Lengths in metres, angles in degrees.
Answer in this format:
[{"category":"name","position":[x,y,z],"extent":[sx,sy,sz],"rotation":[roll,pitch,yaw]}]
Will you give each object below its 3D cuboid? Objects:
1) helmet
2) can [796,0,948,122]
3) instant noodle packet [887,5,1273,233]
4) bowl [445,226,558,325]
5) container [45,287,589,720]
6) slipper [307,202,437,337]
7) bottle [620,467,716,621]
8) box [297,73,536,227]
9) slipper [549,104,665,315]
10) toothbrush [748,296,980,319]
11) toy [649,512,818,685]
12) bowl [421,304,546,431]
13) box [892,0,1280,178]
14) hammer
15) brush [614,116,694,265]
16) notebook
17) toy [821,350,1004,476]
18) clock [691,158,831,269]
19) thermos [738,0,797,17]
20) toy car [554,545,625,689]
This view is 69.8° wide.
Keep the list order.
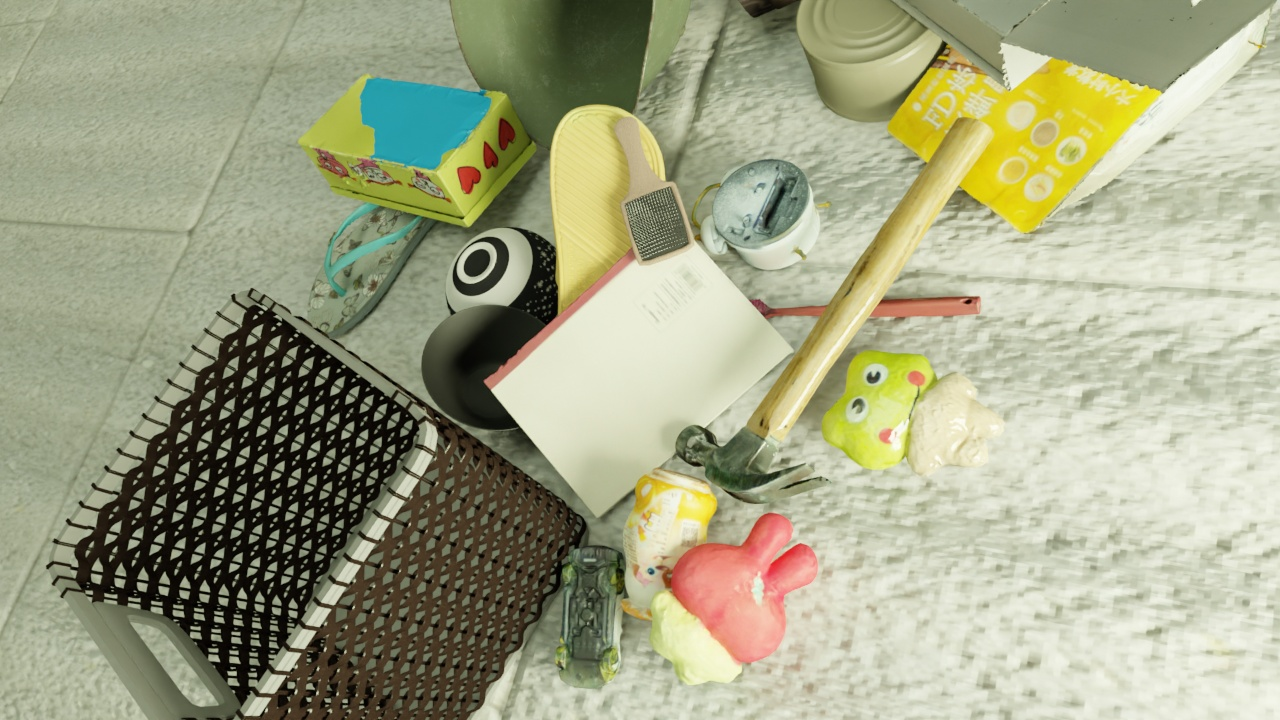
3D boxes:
[{"category":"helmet","position":[-0.042,-0.343,0.853],"extent":[0.227,0.269,0.153],"rotation":[39,57,9]},{"category":"can","position":[0.201,-0.276,0.775],"extent":[0.128,0.073,0.127],"rotation":[-11,63,22]},{"category":"instant noodle packet","position":[0.318,-0.215,0.693],"extent":[0.222,0.084,0.163],"rotation":[-44,55,9]},{"category":"bowl","position":[-0.135,-0.076,0.859],"extent":[0.120,0.066,0.120],"rotation":[-11,63,22]},{"category":"container","position":[-0.222,0.137,0.696],"extent":[0.247,0.243,0.245],"rotation":[29,82,34]},{"category":"slipper","position":[-0.274,-0.145,0.972],"extent":[0.268,0.055,0.098],"rotation":[-50,53,-3]},{"category":"bottle","position":[0.016,0.137,0.684],"extent":[0.063,0.063,0.109],"rotation":[16,87,32]},{"category":"box","position":[-0.228,-0.217,0.935],"extent":[0.221,0.079,0.124],"rotation":[17,62,31]},{"category":"slipper","position":[-0.026,-0.088,0.801],"extent":[0.099,0.078,0.263],"rotation":[0,84,8]},{"category":"toothbrush","position":[0.165,-0.042,0.719],"extent":[0.190,0.016,0.016],"rotation":[0,66,27]},{"category":"toy","position":[0.064,0.167,0.645],"extent":[0.091,0.045,0.135],"rotation":[43,89,1]},{"category":"bowl","position":[-0.130,0.017,0.808],"extent":[0.124,0.053,0.123],"rotation":[6,60,-10]},{"category":"box","position":[0.314,-0.236,0.568],"extent":[0.166,0.108,0.418],"rotation":[-40,41,9]},{"category":"hammer","position":[0.156,-0.039,0.677],"extent":[0.330,0.033,0.132],"rotation":[-55,33,-2]},{"category":"brush","position":[0.003,-0.145,0.752],"extent":[0.050,0.015,0.135],"rotation":[-20,72,10]},{"category":"notebook","position":[-0.004,0.004,0.747],"extent":[0.209,0.012,0.153],"rotation":[-41,81,3]},{"category":"toy","position":[0.193,0.040,0.650],"extent":[0.118,0.043,0.092],"rotation":[21,77,32]},{"category":"clock","position":[0.095,-0.124,0.769],"extent":[0.118,0.057,0.083],"rotation":[19,78,33]},{"category":"thermos","position":[0.174,-0.417,0.807],"extent":[0.227,0.172,0.172],"rotation":[-23,59,24]},{"category":"toy car","position":[-0.036,0.195,0.702],"extent":[0.048,0.033,0.105],"rotation":[-4,70,24]}]
